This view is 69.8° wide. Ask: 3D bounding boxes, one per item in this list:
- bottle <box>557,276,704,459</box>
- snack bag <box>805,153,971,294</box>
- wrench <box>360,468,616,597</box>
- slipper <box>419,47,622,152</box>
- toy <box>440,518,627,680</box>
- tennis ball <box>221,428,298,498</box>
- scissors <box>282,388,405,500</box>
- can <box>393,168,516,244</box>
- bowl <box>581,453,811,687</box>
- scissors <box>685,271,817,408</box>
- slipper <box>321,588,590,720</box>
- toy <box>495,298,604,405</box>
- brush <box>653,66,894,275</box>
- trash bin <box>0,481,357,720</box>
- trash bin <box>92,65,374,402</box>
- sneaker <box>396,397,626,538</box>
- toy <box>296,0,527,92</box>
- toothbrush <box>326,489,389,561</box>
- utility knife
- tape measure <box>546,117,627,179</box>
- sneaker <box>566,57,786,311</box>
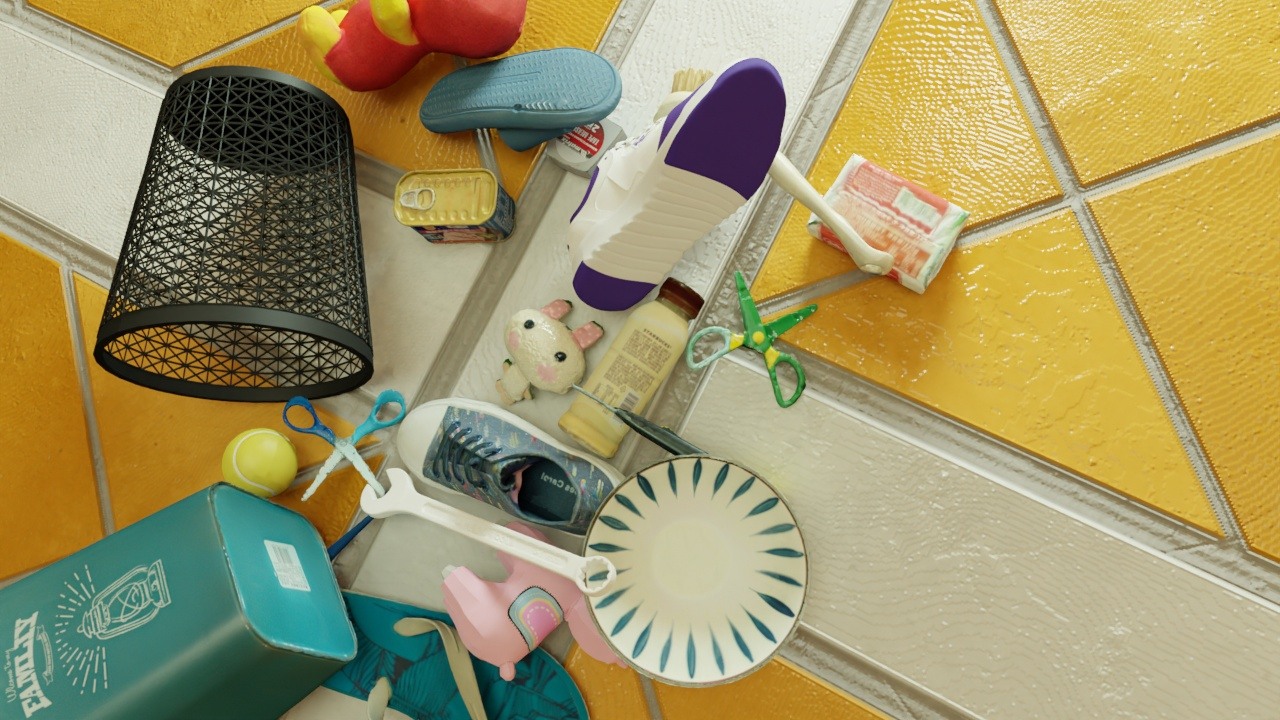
[{"bbox_3d":[-0.005,0.005,0.791,0.056,0.056,0.162,33,87,16],"label":"bottle"},{"bbox_3d":[0.210,-0.116,0.779,0.116,0.036,0.077,32,88,15],"label":"snack bag"},{"bbox_3d":[-0.132,0.137,0.745,0.274,0.009,0.047,13,62,34],"label":"wrench"},{"bbox_3d":[-0.111,-0.242,0.857,0.214,0.059,0.103,5,58,27],"label":"slipper"},{"bbox_3d":[-0.079,0.206,0.754,0.157,0.067,0.123,39,61,15],"label":"toy"},{"bbox_3d":[-0.349,0.095,0.842,0.065,0.065,0.065,-2,79,11],"label":"tennis ball"},{"bbox_3d":[-0.275,0.072,0.841,0.133,0.014,0.127,29,73,5],"label":"scissors"},{"bbox_3d":[-0.171,-0.142,0.852,0.100,0.059,0.054,1,79,12],"label":"can"},{"bbox_3d":[0.042,0.163,0.736,0.177,0.071,0.177,0,86,-1],"label":"bowl"},{"bbox_3d":[0.097,-0.016,0.786,0.131,0.011,0.125,-17,83,-7],"label":"scissors"},{"bbox_3d":[-0.178,0.270,0.777,0.295,0.060,0.118,17,80,14],"label":"slipper"},{"bbox_3d":[-0.087,-0.006,0.818,0.112,0.050,0.087,-41,74,-4],"label":"toy"},{"bbox_3d":[0.113,-0.162,0.778,0.077,0.062,0.272,-50,63,13],"label":"brush"},{"bbox_3d":[-0.377,0.229,0.749,0.218,0.199,0.196,-32,61,2],"label":"trash bin"},{"bbox_3d":[-0.346,-0.109,0.815,0.217,0.217,0.243,-7,71,10],"label":"trash bin"},{"bbox_3d":[-0.120,0.086,0.775,0.236,0.079,0.087,17,87,25],"label":"sneaker"},{"bbox_3d":[-0.202,-0.320,0.863,0.216,0.147,0.099,-14,115,8],"label":"toy"},{"bbox_3d":[-0.288,0.184,0.839,0.190,0.017,0.016,-42,66,3],"label":"toothbrush"},{"bbox_3d":[0.030,0.070,0.752,0.203,0.029,0.020,30,82,-6],"label":"utility knife"},{"bbox_3d":[-0.053,-0.204,0.859,0.060,0.020,0.062,36,87,21],"label":"tape measure"},{"bbox_3d":[0.021,-0.159,0.776,0.245,0.091,0.111,-47,38,23],"label":"sneaker"}]
